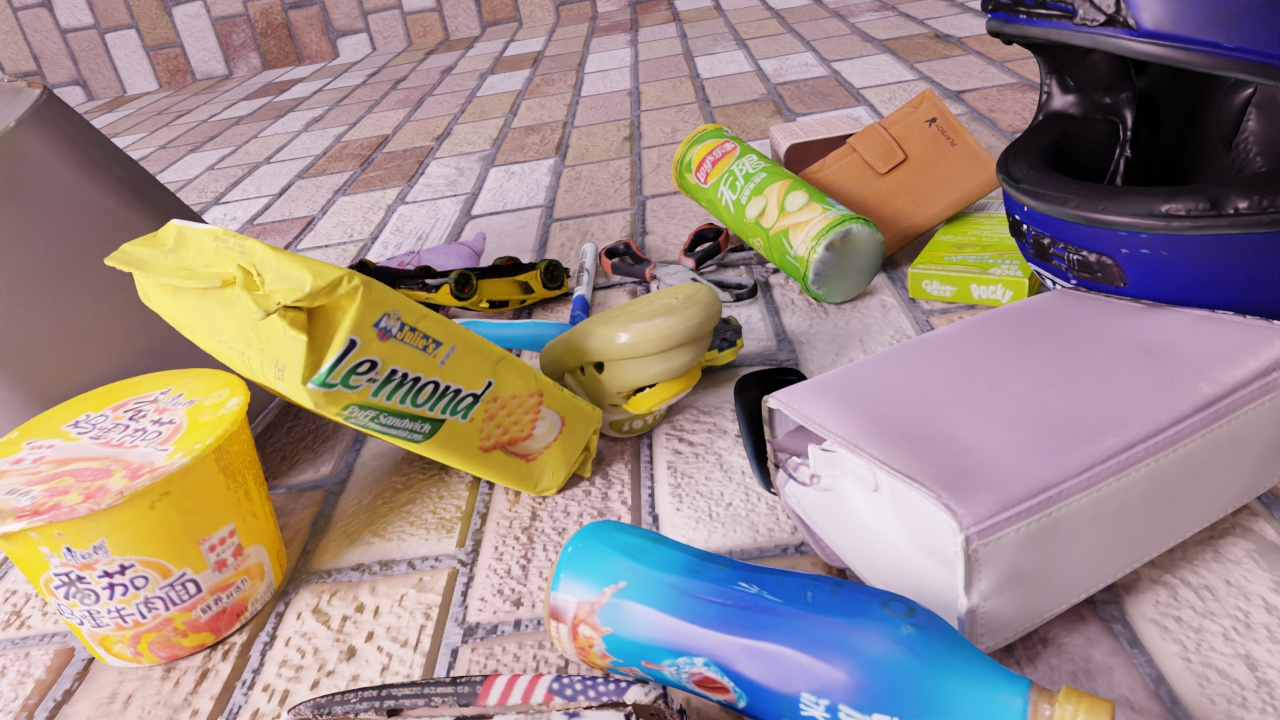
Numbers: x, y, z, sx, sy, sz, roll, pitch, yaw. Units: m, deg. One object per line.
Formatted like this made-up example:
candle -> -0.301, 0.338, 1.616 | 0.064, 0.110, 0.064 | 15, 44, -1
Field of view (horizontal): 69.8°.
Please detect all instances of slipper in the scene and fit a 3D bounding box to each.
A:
slipper -> -0.003, 0.003, 0.586 | 0.091, 0.081, 0.191 | -26, 5, -22

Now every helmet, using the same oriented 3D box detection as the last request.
helmet -> 0.321, -0.122, 0.508 | 0.315, 0.241, 0.247 | 3, 22, -20

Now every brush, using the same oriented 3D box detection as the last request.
brush -> -0.200, -0.015, 0.716 | 0.315, 0.061, 0.109 | 8, 30, 26

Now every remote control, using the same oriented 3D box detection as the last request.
remote control -> 0.085, 0.034, 0.551 | 0.053, 0.024, 0.136 | -8, 28, 2

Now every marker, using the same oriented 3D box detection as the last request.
marker -> -0.047, -0.067, 0.786 | 0.017, 0.017, 0.145 | -7, 30, 6

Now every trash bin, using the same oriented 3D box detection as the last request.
trash bin -> -0.355, -0.041, 0.577 | 0.199, 0.220, 0.198 | 20, 62, 43

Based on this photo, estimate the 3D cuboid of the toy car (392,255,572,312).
toy car -> -0.127, -0.061, 0.745 | 0.071, 0.041, 0.155 | 9, 15, 44

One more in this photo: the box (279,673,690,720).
box -> -0.061, 0.144, 0.354 | 0.164, 0.075, 0.080 | -7, 19, 12

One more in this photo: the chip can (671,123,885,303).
chip can -> 0.107, -0.124, 0.749 | 0.072, 0.073, 0.221 | -20, 40, -18

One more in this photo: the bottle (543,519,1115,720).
bottle -> 0.064, 0.115, 0.362 | 0.219, 0.065, 0.065 | 8, 33, 31

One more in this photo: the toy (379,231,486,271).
toy -> -0.192, -0.078, 0.840 | 0.108, 0.039, 0.083 | -10, 49, -2

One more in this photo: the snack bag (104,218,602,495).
snack bag -> -0.141, 0.007, 0.501 | 0.158, 0.246, 0.068 | 14, 77, 36

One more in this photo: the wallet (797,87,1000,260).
wallet -> 0.209, -0.148, 0.747 | 0.132, 0.031, 0.107 | -32, 65, 6

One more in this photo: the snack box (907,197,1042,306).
snack box -> 0.272, -0.087, 0.709 | 0.086, 0.026, 0.156 | 8, 33, 31

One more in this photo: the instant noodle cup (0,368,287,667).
instant noodle cup -> -0.259, 0.084, 0.485 | 0.138, 0.110, 0.137 | -8, 28, 4

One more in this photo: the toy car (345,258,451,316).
toy car -> -0.214, -0.055, 0.794 | 0.122, 0.037, 0.056 | 10, 61, 26

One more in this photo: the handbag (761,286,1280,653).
handbag -> 0.178, 0.038, 0.433 | 0.196, 0.098, 0.145 | -21, 31, -17

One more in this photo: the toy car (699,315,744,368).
toy car -> 0.033, -0.013, 0.650 | 0.048, 0.032, 0.105 | -22, 19, -23

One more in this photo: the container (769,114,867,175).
container -> 0.167, -0.175, 0.844 | 0.090, 0.090, 0.110 | -9, 26, 2

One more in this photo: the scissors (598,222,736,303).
scissors -> 0.027, -0.078, 0.756 | 0.190, 0.015, 0.220 | 4, 28, 35

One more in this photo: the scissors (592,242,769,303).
scissors -> 0.044, -0.079, 0.787 | 0.159, 0.014, 0.181 | -23, 29, -21
